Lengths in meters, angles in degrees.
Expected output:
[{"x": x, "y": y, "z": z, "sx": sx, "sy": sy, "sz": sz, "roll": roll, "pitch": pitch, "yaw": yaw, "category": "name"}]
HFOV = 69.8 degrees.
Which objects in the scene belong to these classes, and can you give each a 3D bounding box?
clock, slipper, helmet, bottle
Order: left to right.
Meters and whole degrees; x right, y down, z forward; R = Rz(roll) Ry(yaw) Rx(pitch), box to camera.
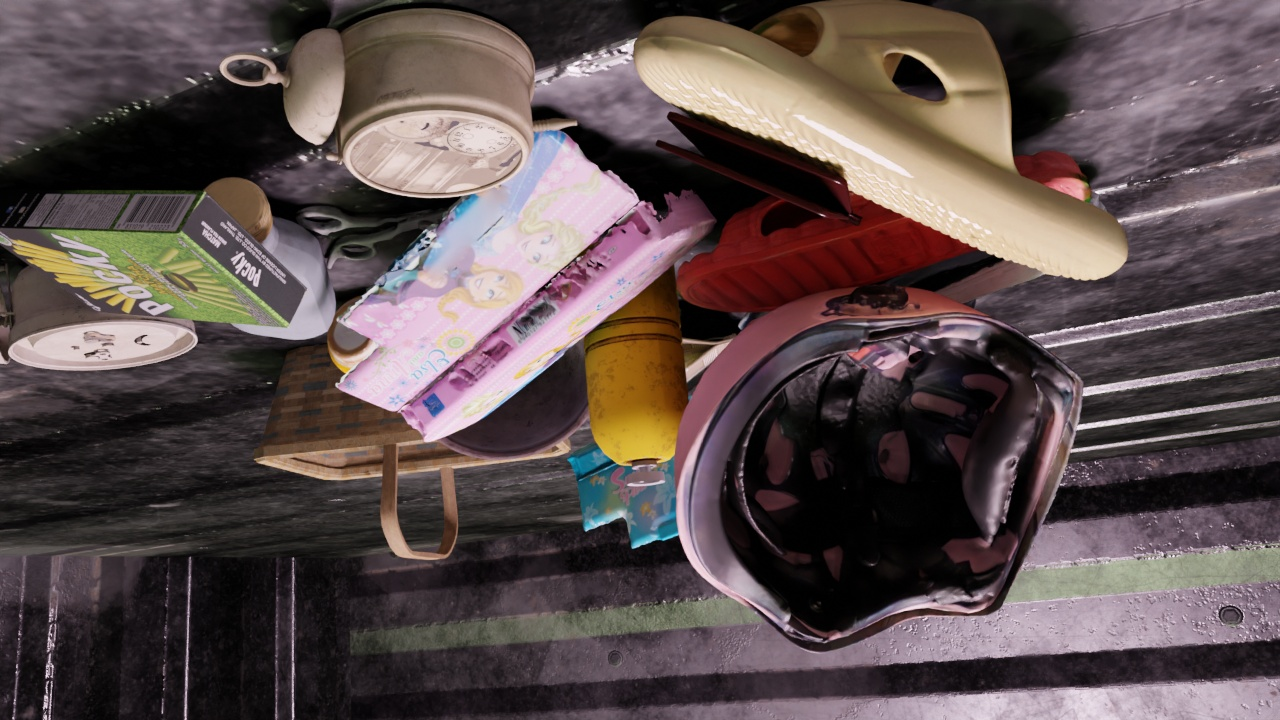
[{"x": -0.363, "y": -0.033, "z": 0.578, "sx": 0.156, "sy": 0.061, "sz": 0.104, "roll": -7, "pitch": 168, "yaw": -26, "category": "clock"}, {"x": -0.227, "y": -0.058, "z": 0.546, "sx": 0.072, "sy": 0.046, "sz": 0.161, "roll": 8, "pitch": 163, "yaw": -10, "category": "bottle"}, {"x": -0.106, "y": -0.107, "z": 0.395, "sx": 0.140, "sy": 0.054, "sz": 0.093, "roll": 3, "pitch": 163, "yaw": -38, "category": "clock"}, {"x": -0.191, "y": -0.010, "z": 0.714, "sx": 0.063, "sy": 0.063, "sz": 0.109, "roll": -10, "pitch": 163, "yaw": 17, "category": "bottle"}, {"x": -0.004, "y": 0.004, "z": 0.635, "sx": 0.071, "sy": 0.163, "sz": 0.071, "roll": -5, "pitch": 166, "yaw": -1, "category": "bottle"}, {"x": 0.133, "y": 0.050, "z": 0.586, "sx": 0.255, "sy": 0.230, "sz": 0.152, "roll": -7, "pitch": -151, "yaw": -12, "category": "helmet"}, {"x": 0.130, "y": -0.086, "z": 0.552, "sx": 0.249, "sy": 0.059, "sz": 0.103, "roll": -15, "pitch": 161, "yaw": 28, "category": "slipper"}, {"x": 0.120, "y": -0.109, "z": 0.409, "sx": 0.261, "sy": 0.079, "sz": 0.111, "roll": 19, "pitch": -174, "yaw": -23, "category": "slipper"}, {"x": 0.226, "y": -0.039, "z": 0.678, "sx": 0.111, "sy": 0.063, "sz": 0.265, "roll": -40, "pitch": -176, "yaw": -35, "category": "slipper"}]

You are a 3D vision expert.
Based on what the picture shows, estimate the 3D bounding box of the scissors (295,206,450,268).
[{"x": -0.138, "y": -0.081, "z": 0.564, "sx": 0.161, "sy": 0.014, "sz": 0.118, "roll": -1, "pitch": 164, "yaw": -4, "category": "scissors"}]

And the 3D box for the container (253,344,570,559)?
[{"x": -0.196, "y": 0.082, "z": 0.818, "sx": 0.250, "sy": 0.186, "sz": 0.157, "roll": -7, "pitch": 165, "yaw": 6, "category": "container"}]

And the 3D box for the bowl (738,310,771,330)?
[{"x": 0.114, "y": -0.033, "z": 0.711, "sx": 0.057, "sy": 0.137, "sz": 0.137, "roll": 34, "pitch": 164, "yaw": 4, "category": "bowl"}]

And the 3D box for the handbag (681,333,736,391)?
[{"x": 0.076, "y": -0.005, "z": 0.832, "sx": 0.198, "sy": 0.062, "sz": 0.175, "roll": -15, "pitch": 173, "yaw": 4, "category": "handbag"}]

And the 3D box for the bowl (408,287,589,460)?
[{"x": -0.105, "y": -0.002, "z": 0.699, "sx": 0.145, "sy": 0.145, "sz": 0.067, "roll": -6, "pitch": -149, "yaw": -11, "category": "bowl"}]

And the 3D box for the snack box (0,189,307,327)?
[{"x": -0.259, "y": -0.053, "z": 0.480, "sx": 0.148, "sy": 0.025, "sz": 0.080, "roll": 5, "pitch": 152, "yaw": 24, "category": "snack box"}]

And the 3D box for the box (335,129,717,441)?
[{"x": -0.074, "y": -0.029, "z": 0.549, "sx": 0.231, "sy": 0.062, "sz": 0.160, "roll": -37, "pitch": 154, "yaw": 25, "category": "box"}]

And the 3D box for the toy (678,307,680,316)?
[{"x": -0.021, "y": -0.039, "z": 0.726, "sx": 0.094, "sy": 0.036, "sz": 0.094, "roll": 5, "pitch": 169, "yaw": -22, "category": "toy"}]

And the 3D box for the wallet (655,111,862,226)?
[{"x": 0.063, "y": -0.091, "z": 0.453, "sx": 0.091, "sy": 0.018, "sz": 0.115, "roll": 25, "pitch": -168, "yaw": 13, "category": "wallet"}]

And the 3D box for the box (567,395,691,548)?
[{"x": 0.034, "y": 0.083, "z": 0.871, "sx": 0.228, "sy": 0.169, "sz": 0.085, "roll": -27, "pitch": 115, "yaw": 28, "category": "box"}]
